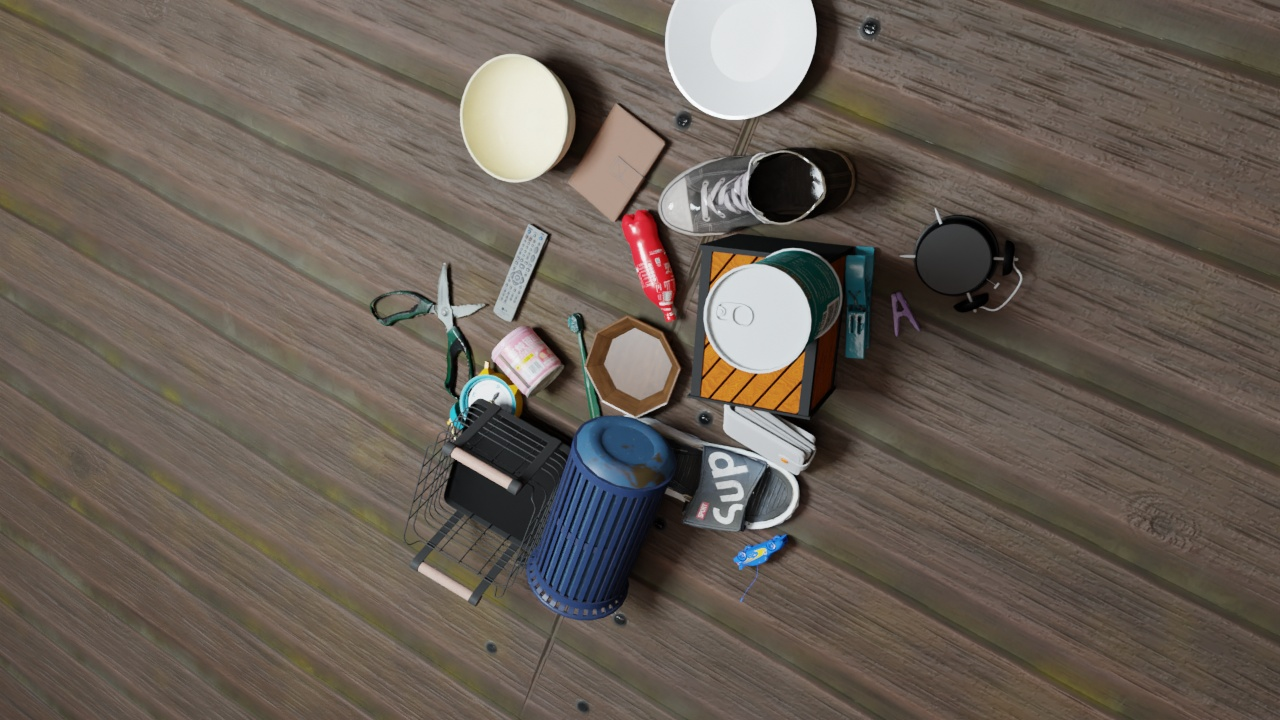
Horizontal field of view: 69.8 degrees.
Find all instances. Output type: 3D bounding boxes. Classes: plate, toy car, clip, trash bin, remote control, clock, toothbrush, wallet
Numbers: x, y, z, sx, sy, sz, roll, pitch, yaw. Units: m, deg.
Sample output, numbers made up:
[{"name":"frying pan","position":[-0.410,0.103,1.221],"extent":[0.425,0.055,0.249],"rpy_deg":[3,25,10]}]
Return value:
[{"name":"plate","position":[0.116,-0.362,1.037],"extent":[0.174,0.036,0.174],"rpy_deg":[6,105,22]},{"name":"toy car","position":[0.155,0.265,1.170],"extent":[0.092,0.033,0.062],"rpy_deg":[-26,84,27]},{"name":"clip","position":[0.297,-0.053,1.046],"extent":[0.029,0.013,0.050],"rpy_deg":[-20,91,25]},{"name":"trash bin","position":[0.149,-0.045,1.042],"extent":[0.140,0.139,0.172],"rpy_deg":[10,106,21]},{"name":"remote control","position":[-0.161,-0.116,1.231],"extent":[0.033,0.013,0.137],"rpy_deg":[31,113,14]},{"name":"clock","position":[-0.214,0.072,1.283],"extent":[0.099,0.043,0.130],"rpy_deg":[28,104,10]},{"name":"plate","position":[-0.008,0.007,1.186],"extent":[0.131,0.025,0.131],"rpy_deg":[6,105,22]},{"name":"toothbrush","position":[-0.071,0.030,1.225],"extent":[0.016,0.017,0.190],"rpy_deg":[-7,99,24]},{"name":"clock","position":[0.351,-0.105,0.992],"extent":[0.121,0.042,0.091],"rpy_deg":[38,114,11]},{"name":"wallet","position":[-0.030,-0.245,1.143],"extent":[0.087,0.013,0.121],"rpy_deg":[42,115,14]},{"name":"clip","position":[0.254,-0.076,1.054],"extent":[0.030,0.119,0.130],"rpy_deg":[3,126,20]},{"name":"wallet","position":[0.153,0.084,1.089],"extent":[0.118,0.115,0.037],"rpy_deg":[30,74,15]},{"name":"trash bin","position":[-0.049,0.194,1.155],"extent":[0.139,0.138,0.250],"rpy_deg":[30,126,14]}]

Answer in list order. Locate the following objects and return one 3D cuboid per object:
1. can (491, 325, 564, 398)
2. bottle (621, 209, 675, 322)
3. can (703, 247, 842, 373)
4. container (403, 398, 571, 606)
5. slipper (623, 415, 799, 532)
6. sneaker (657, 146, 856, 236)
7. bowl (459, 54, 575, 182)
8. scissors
[{"name":"can","position":[-0.151,0.001,1.225],"extent":[0.076,0.067,0.067],"rpy_deg":[48,116,6]},{"name":"bottle","position":[0.016,-0.116,1.138],"extent":[0.042,0.041,0.141],"rpy_deg":[-17,95,26]},{"name":"can","position":[0.132,-0.052,0.887],"extent":[0.099,0.143,0.099],"rpy_deg":[6,104,22]},{"name":"container","position":[-0.208,0.190,1.227],"extent":[0.163,0.130,0.242],"rpy_deg":[29,126,8]},{"name":"slipper","position":[0.069,0.149,1.169],"extent":[0.264,0.063,0.111],"rpy_deg":[22,110,20]},{"name":"sneaker","position":[0.114,-0.187,1.036],"extent":[0.235,0.119,0.095],"rpy_deg":[1,102,26]},{"name":"bowl","position":[-0.141,-0.300,1.144],"extent":[0.151,0.075,0.151],"rpy_deg":[6,104,23]},{"name":"scissors","position":[-0.306,-0.043,1.313],"extent":[0.206,0.015,0.202],"rpy_deg":[8,106,24]}]
